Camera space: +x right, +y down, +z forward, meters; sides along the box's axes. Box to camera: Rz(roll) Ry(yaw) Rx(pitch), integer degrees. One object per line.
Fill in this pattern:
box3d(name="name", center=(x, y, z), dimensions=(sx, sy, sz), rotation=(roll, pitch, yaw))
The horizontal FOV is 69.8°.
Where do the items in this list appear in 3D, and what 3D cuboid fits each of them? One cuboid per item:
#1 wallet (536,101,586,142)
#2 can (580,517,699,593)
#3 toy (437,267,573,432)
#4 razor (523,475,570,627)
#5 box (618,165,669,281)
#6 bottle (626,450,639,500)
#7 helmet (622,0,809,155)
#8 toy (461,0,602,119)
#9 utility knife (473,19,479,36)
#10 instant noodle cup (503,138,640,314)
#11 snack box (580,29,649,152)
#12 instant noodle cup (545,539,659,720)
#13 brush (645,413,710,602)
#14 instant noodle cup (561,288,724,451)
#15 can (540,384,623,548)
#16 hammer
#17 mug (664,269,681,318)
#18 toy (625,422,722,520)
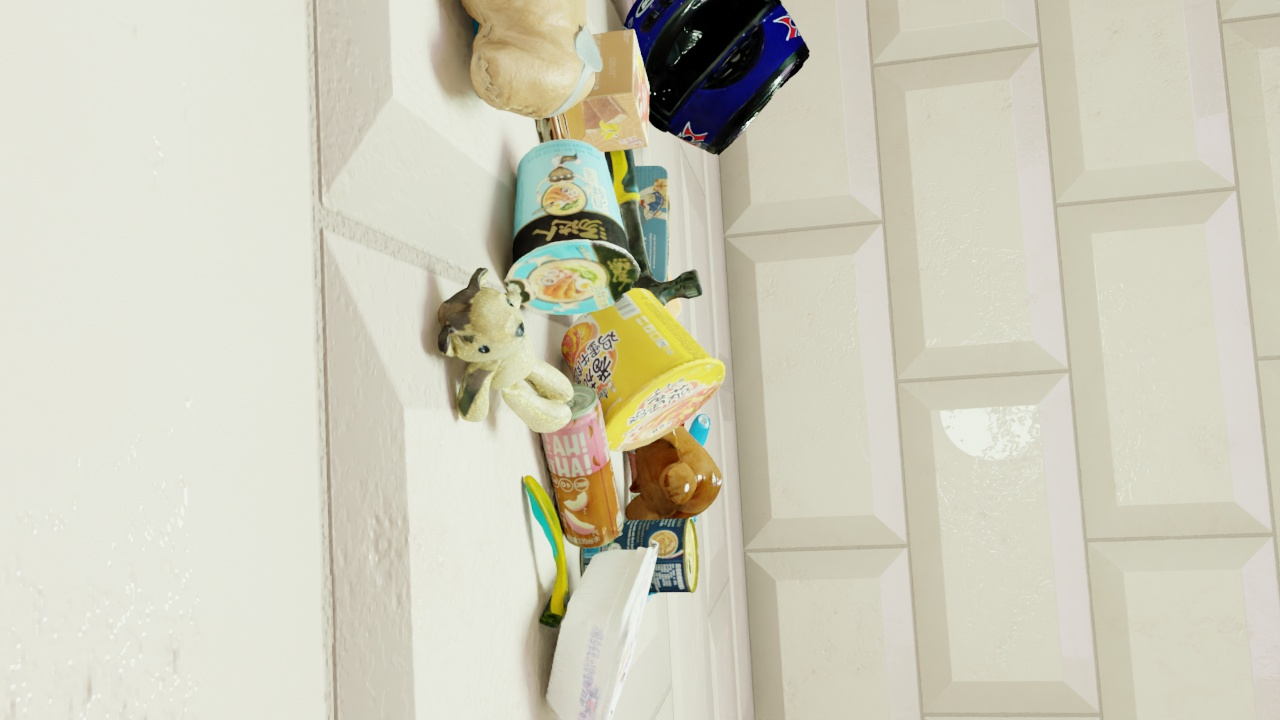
box3d(name="wallet", center=(-0.083, -0.269, 0.898), dimensions=(0.107, 0.031, 0.132), rotation=(-80, 161, -59))
box3d(name="can", center=(-0.001, 0.201, 0.942), dimensions=(0.075, 0.111, 0.075), rotation=(-3, 89, -78))
box3d(name="toy", center=(-0.090, 0.001, 0.649), dimensions=(0.157, 0.066, 0.105), rotation=(56, 48, -55))
box3d(name="razor", center=(-0.078, 0.157, 0.773), dimensions=(0.043, 0.028, 0.132), rotation=(-54, 137, -69))
box3d(name="box", center=(-0.009, -0.141, 1.086), dimensions=(0.061, 0.090, 0.184), rotation=(79, 10, -64))
box3d(name="bottle", center=(0.007, 0.117, 1.172), dimensions=(0.060, 0.060, 0.205), rotation=(52, 41, -72))
box3d(name="helmet", center=(0.090, -0.441, 1.310), dimensions=(0.240, 0.247, 0.315), rotation=(41, 10, -4))
box3d(name="toy", center=(-0.096, -0.290, 0.668), dimensions=(0.143, 0.083, 0.226), rotation=(-40, 117, -63))
box3d(name="utility knife", center=(-0.126, -0.322, 0.715), dimensions=(0.034, 0.018, 0.236), rotation=(-29, 113, -77))
box3d(name="instant noodle cup", center=(-0.063, -0.117, 0.773), dimensions=(0.111, 0.111, 0.120), rotation=(65, 15, -63))
box3d(name="snack box", center=(-0.035, -0.301, 1.032), dimensions=(0.094, 0.077, 0.092), rotation=(66, 22, -62))
box3d(name="instant noodle cup", center=(-0.034, 0.241, 0.812), dimensions=(0.173, 0.060, 0.138), rotation=(-56, 159, -76))
box3d(name="brush", center=(0.046, 0.159, 1.120), dimensions=(0.110, 0.060, 0.313), rotation=(112, 2, -53))
box3d(name="instant noodle cup", center=(-0.005, 0.005, 0.890), dimensions=(0.109, 0.138, 0.138), rotation=(55, -3, 24))
box3d(name="can", center=(-0.054, 0.098, 0.832), dimensions=(0.057, 0.058, 0.147), rotation=(-75, 159, -60))
box3d(name="hammer", center=(-0.020, -0.198, 1.055), dimensions=(0.032, 0.126, 0.322), rotation=(60, 17, -63))
box3d(name="mug", center=(0.002, -0.112, 1.194), dimensions=(0.078, 0.078, 0.123), rotation=(-80, 158, -53))
box3d(name="toy", center=(0.007, 0.083, 1.011), dimensions=(0.140, 0.130, 0.199), rotation=(-49, -134, 48))
